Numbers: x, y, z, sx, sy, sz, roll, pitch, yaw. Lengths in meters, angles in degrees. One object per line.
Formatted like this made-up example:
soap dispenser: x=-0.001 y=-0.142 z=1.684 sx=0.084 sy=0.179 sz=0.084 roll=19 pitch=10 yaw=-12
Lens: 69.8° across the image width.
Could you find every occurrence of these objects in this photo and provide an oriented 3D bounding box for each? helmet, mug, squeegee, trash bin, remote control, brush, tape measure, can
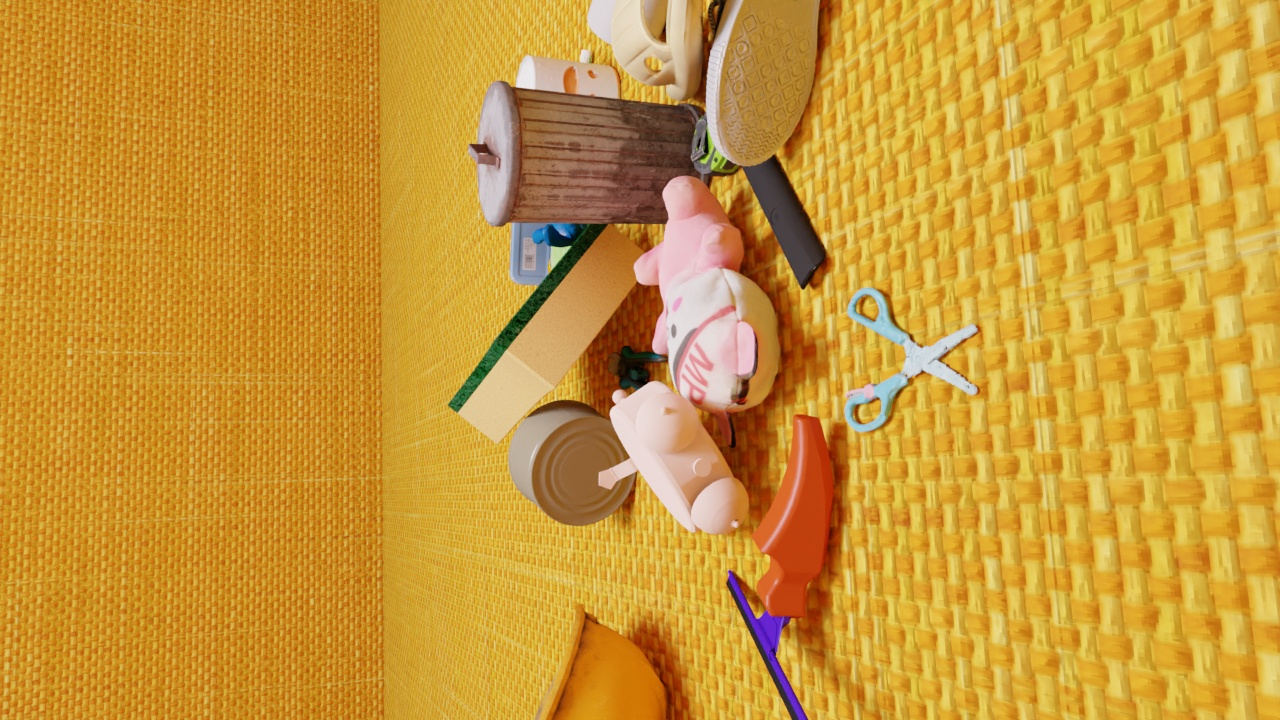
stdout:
helmet: x=-0.043 y=0.375 z=0.932 sx=0.256 sy=0.131 sz=0.204 roll=108 pitch=-178 yaw=-46
mug: x=0.001 y=-0.389 z=0.943 sx=0.097 sy=0.078 sz=0.111 roll=118 pitch=172 yaw=-46
squeegee: x=0.113 y=0.132 z=0.685 sx=0.249 sy=0.055 sz=0.185 roll=-122 pitch=36 yaw=-78
trash bin: x=-0.055 y=-0.191 z=0.874 sx=0.131 sy=0.210 sz=0.131 roll=178 pitch=90 yaw=-68
remote control: x=0.113 y=-0.119 z=0.739 sx=0.033 sy=0.015 sz=0.146 roll=117 pitch=145 yaw=-44
brush: x=-0.105 y=-0.029 z=1.024 sx=0.194 sy=0.075 sz=0.251 roll=-55 pitch=7 yaw=-30
tape measure: x=0.067 y=-0.196 z=0.821 sx=0.066 sy=0.035 sz=0.058 roll=156 pitch=112 yaw=-63
mug: x=-0.087 y=-0.313 z=1.085 sx=0.082 sy=0.105 sz=0.082 roll=180 pitch=90 yaw=-66
can: x=-0.075 y=0.113 z=1.020 sx=0.073 sy=0.127 sz=0.128 roll=-157 pitch=70 yaw=-63

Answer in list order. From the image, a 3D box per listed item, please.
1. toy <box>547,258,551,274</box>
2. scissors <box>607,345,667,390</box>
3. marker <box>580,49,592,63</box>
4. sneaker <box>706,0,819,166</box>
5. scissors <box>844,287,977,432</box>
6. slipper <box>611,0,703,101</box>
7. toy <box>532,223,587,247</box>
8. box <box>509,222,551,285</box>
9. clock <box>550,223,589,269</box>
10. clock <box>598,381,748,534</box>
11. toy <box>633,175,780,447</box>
toy: x=-0.116 y=-0.089 z=1.218 sx=0.084 sy=0.046 sz=0.103 roll=-118 pitch=41 yaw=-86
scissors: x=-0.005 y=0.014 z=0.998 sx=0.131 sy=0.019 sz=0.149 roll=119 pitch=143 yaw=-45
marker: x=-0.074 y=-0.318 z=1.165 sx=0.017 sy=0.017 sz=0.145 roll=-151 pitch=65 yaw=-63
sneaker: x=0.090 y=-0.274 z=0.714 sx=0.087 sy=0.089 sz=0.236 roll=38 pitch=118 yaw=57
scissors: x=0.173 y=-0.011 z=0.613 sx=0.139 sy=0.015 sz=0.119 roll=-39 pitch=55 yaw=52
slipper: x=0.016 y=-0.289 z=0.778 sx=0.261 sy=0.079 sz=0.111 roll=-29 pitch=-57 yaw=-87
toy: x=-0.089 y=-0.178 z=1.071 sx=0.071 sy=0.113 sz=0.176 roll=56 pitch=-172 yaw=-35
box: x=-0.142 y=-0.209 z=1.266 sx=0.079 sy=0.072 sz=0.210 roll=-132 pitch=45 yaw=-75
clock: x=-0.081 y=-0.138 z=1.146 sx=0.095 sy=0.042 sz=0.119 roll=128 pitch=137 yaw=-52
clock: x=0.021 y=0.090 z=0.800 sx=0.131 sy=0.086 sz=0.161 roll=58 pitch=162 yaw=-8
toy: x=0.059 y=-0.045 z=0.778 sx=0.142 sy=0.084 sz=0.212 roll=114 pitch=149 yaw=-46
